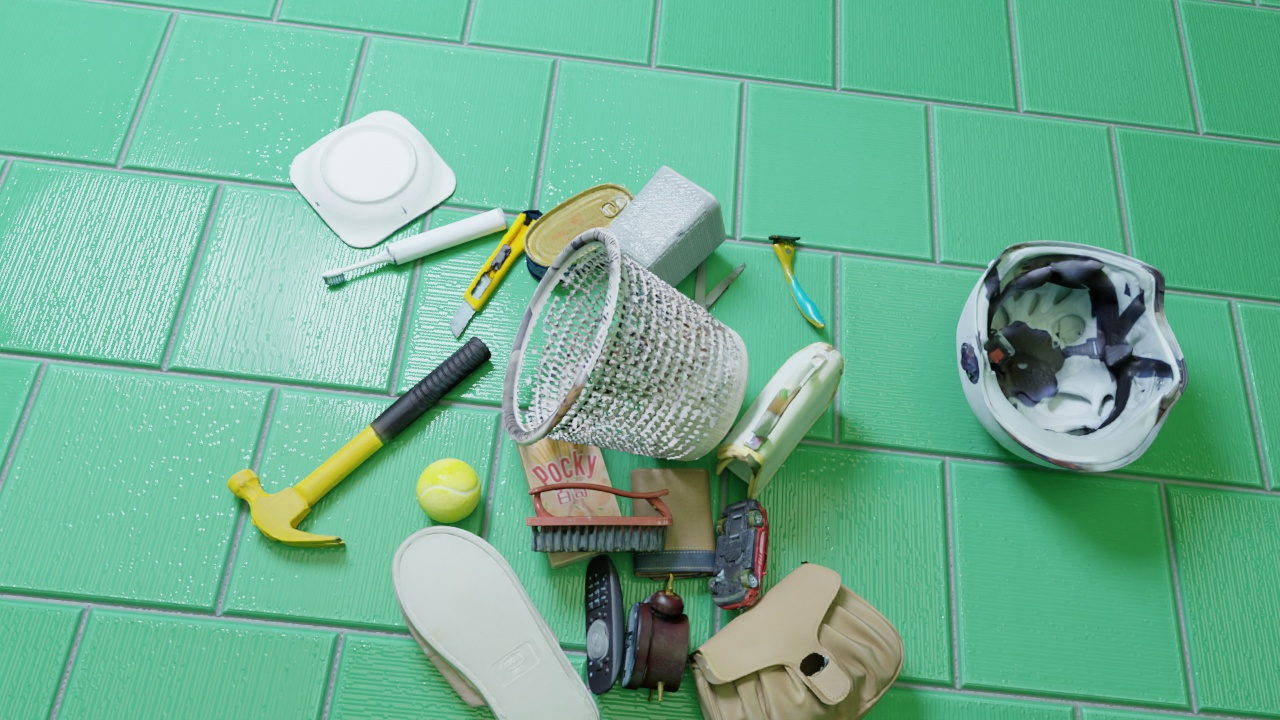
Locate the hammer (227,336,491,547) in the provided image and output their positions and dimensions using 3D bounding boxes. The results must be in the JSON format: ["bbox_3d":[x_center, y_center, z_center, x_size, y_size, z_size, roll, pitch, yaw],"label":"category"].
[{"bbox_3d":[-0.280,0.080,0.979,0.129,0.033,0.300,43,71,12],"label":"hammer"}]

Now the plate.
[{"bbox_3d":[-0.324,-0.230,1.106,0.164,0.034,0.163,-38,75,-19],"label":"plate"}]

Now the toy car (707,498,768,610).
[{"bbox_3d":[0.105,0.200,0.938,0.045,0.053,0.120,43,43,-28],"label":"toy car"}]

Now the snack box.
[{"bbox_3d":[-0.075,0.134,0.976,0.084,0.026,0.157,-15,69,-11],"label":"snack box"}]

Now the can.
[{"bbox_3d":[-0.070,-0.149,1.084,0.148,0.049,0.074,-36,75,-17],"label":"can"}]

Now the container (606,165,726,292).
[{"bbox_3d":[0.025,-0.142,1.052,0.090,0.090,0.114,38,77,26],"label":"container"}]

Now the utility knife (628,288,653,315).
[{"bbox_3d":[0.033,-0.113,1.094,0.034,0.018,0.161,33,70,9],"label":"utility knife"}]

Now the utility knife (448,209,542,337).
[{"bbox_3d":[-0.169,-0.106,1.076,0.033,0.015,0.192,26,68,10],"label":"utility knife"}]

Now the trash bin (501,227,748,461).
[{"bbox_3d":[-0.007,0.005,0.934,0.192,0.228,0.227,22,64,-25],"label":"trash bin"}]

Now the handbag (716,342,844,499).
[{"bbox_3d":[0.145,0.048,0.949,0.063,0.179,0.163,35,70,16],"label":"handbag"}]

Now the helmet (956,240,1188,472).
[{"bbox_3d":[0.449,0.004,1.010,0.229,0.146,0.258,2,75,-2],"label":"helmet"}]

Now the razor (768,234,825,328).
[{"bbox_3d":[0.190,-0.092,1.092,0.043,0.028,0.132,1,60,-39],"label":"razor"}]

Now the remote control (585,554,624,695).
[{"bbox_3d":[-0.034,0.261,0.913,0.024,0.053,0.136,18,55,-33],"label":"remote control"}]

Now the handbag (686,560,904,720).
[{"bbox_3d":[0.151,0.296,0.886,0.204,0.100,0.147,-33,71,-21],"label":"handbag"}]

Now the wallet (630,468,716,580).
[{"bbox_3d":[0.034,0.171,0.968,0.090,0.033,0.115,0,66,-8],"label":"wallet"}]

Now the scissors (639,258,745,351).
[{"bbox_3d":[0.066,-0.055,1.078,0.159,0.014,0.178,-14,67,-13],"label":"scissors"}]

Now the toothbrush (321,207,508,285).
[{"bbox_3d":[-0.263,-0.132,1.073,0.220,0.026,0.026,-21,32,-13],"label":"toothbrush"}]

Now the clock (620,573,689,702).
[{"bbox_3d":[0.016,0.269,0.897,0.055,0.082,0.121,12,69,-5],"label":"clock"}]

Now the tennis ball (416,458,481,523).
[{"bbox_3d":[-0.197,0.134,0.945,0.065,0.066,0.065,2,67,-4],"label":"tennis ball"}]

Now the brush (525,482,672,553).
[{"bbox_3d":[-0.040,0.157,0.918,0.146,0.063,0.069,1,81,-3],"label":"brush"}]

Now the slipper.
[{"bbox_3d":[-0.139,0.279,0.893,0.114,0.054,0.274,-38,86,-15],"label":"slipper"}]
